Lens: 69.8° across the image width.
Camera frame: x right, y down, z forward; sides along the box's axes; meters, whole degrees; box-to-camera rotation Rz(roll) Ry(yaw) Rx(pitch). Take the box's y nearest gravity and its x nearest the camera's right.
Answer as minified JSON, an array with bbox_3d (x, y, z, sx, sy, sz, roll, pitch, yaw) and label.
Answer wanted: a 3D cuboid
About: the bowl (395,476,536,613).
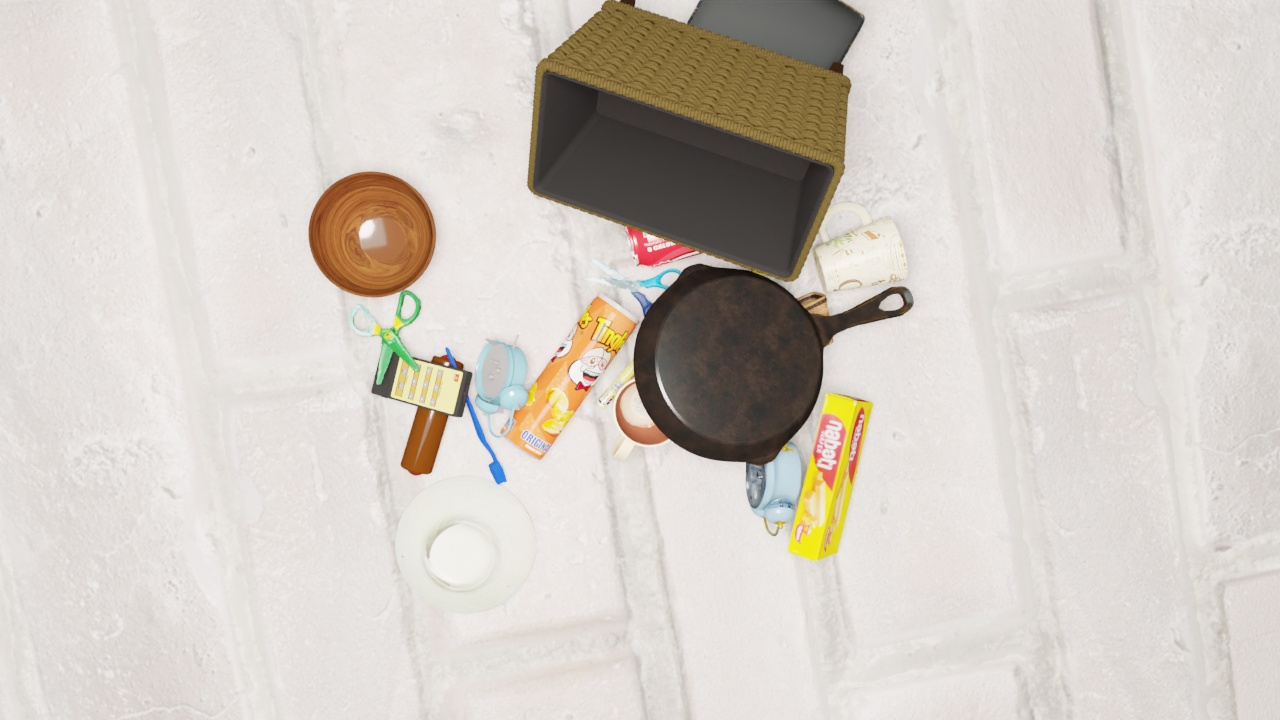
[{"bbox_3d":[-0.219,0.234,1.133,0.176,0.058,0.176,0,93,-3],"label":"bowl"}]

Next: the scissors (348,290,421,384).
[{"bbox_3d":[-0.314,-0.029,1.120,0.119,0.012,0.128,6,69,8],"label":"scissors"}]

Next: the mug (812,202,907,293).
[{"bbox_3d":[0.263,-0.144,1.139,0.097,0.081,0.122,-16,72,5],"label":"mug"}]

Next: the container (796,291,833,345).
[{"bbox_3d":[0.183,-0.034,1.140,0.114,0.063,0.061,-25,101,-1],"label":"container"}]

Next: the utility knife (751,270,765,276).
[{"bbox_3d":[0.124,-0.078,1.150,0.020,0.029,0.171,36,90,0],"label":"utility knife"}]

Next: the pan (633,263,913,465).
[{"bbox_3d":[0.167,-0.020,1.067,0.355,0.043,0.248,-20,87,-11],"label":"pan"}]

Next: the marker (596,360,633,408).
[{"bbox_3d":[-0.007,0.007,1.154,0.014,0.014,0.132,41,90,-4],"label":"marker"}]

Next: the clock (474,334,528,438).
[{"bbox_3d":[-0.171,0.033,1.113,0.042,0.088,0.123,10,76,-40],"label":"clock"}]

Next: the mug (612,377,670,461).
[{"bbox_3d":[-0.001,0.071,1.113,0.085,0.104,0.111,30,92,-3],"label":"mug"}]

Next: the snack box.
[{"bbox_3d":[0.235,0.142,1.131,0.042,0.092,0.200,14,92,28],"label":"snack box"}]

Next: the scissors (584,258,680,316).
[{"bbox_3d":[-0.013,-0.082,1.146,0.135,0.015,0.086,11,83,-2],"label":"scissors"}]

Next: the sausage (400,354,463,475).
[{"bbox_3d":[-0.258,0.068,1.134,0.040,0.040,0.155,17,91,-3],"label":"sausage"}]

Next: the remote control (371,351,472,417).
[{"bbox_3d":[-0.266,0.027,1.112,0.133,0.013,0.058,12,89,25],"label":"remote control"}]

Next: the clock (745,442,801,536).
[{"bbox_3d":[0.163,0.154,1.133,0.051,0.089,0.124,4,90,-10],"label":"clock"}]

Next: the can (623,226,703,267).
[{"bbox_3d":[0.055,-0.163,1.119,0.142,0.074,0.074,-16,93,-2],"label":"can"}]

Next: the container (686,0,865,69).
[{"bbox_3d":[0.155,-0.394,1.115,0.187,0.071,0.145,30,91,-4],"label":"container"}]

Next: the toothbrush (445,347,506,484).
[{"bbox_3d":[-0.206,0.070,1.129,0.011,0.017,0.187,-30,108,-29],"label":"toothbrush"}]

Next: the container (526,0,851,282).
[{"bbox_3d":[0.065,-0.261,1.022,0.321,0.177,0.204,20,52,4],"label":"container"}]

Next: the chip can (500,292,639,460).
[{"bbox_3d":[-0.087,0.019,1.127,0.062,0.062,0.210,35,91,-4],"label":"chip can"}]

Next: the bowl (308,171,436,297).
[{"bbox_3d":[-0.316,-0.148,1.105,0.147,0.069,0.147,0,92,-2],"label":"bowl"}]
